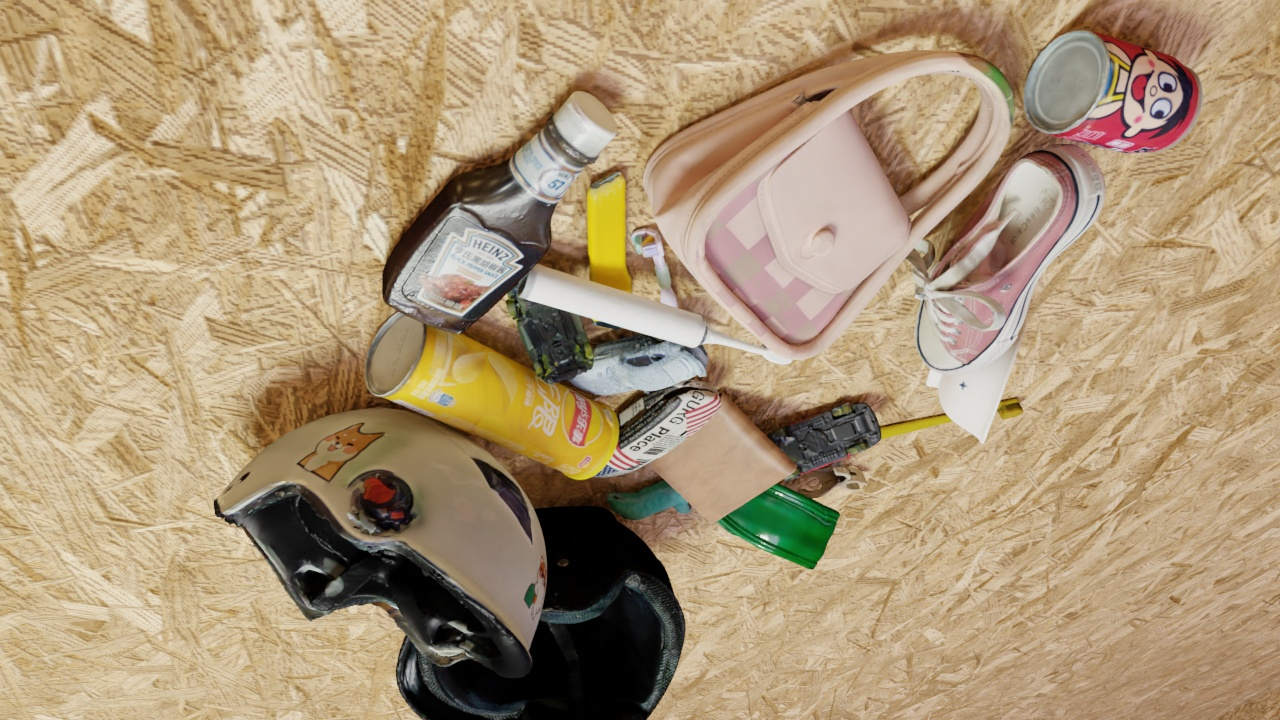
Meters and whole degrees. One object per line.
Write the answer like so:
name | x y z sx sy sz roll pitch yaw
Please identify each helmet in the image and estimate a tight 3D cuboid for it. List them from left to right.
helmet | -0.183 0.128 0.733 0.274 0.156 0.230 12 144 18
helmet | -0.095 0.261 0.908 0.274 0.230 0.234 -5 113 -5

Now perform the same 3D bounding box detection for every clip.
clip | 0.200 0.129 0.992 0.095 0.035 0.102 -26 149 9

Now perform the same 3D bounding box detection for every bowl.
bowl | 0.298 0.009 0.828 0.065 0.118 0.118 20 148 20

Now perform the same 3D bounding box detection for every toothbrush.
toothbrush | 0.017 -0.029 0.680 0.221 0.026 0.027 15 117 -20
toothbrush | 0.023 -0.036 0.730 0.021 0.029 0.189 -47 149 -19
toothbrush | 0.307 0.068 0.958 0.190 0.016 0.016 -12 143 -3

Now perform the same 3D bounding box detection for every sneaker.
sneaker | 0.247 -0.062 0.688 0.087 0.118 0.242 -17 153 -16

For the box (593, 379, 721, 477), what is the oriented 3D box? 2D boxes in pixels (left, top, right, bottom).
box | 0.006 0.062 0.836 0.069 0.052 0.165 28 131 -31

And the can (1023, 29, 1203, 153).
can | 0.312 -0.174 0.604 0.093 0.066 0.067 5 139 -24

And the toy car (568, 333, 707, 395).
toy car | -0.004 0.004 0.746 0.121 0.036 0.054 -11 146 24

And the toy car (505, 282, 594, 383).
toy car | -0.069 -0.028 0.701 0.048 0.032 0.105 -20 132 -1

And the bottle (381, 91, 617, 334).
bottle | -0.090 -0.095 0.598 0.079 0.044 0.195 25 128 -37

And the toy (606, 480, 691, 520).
toy | 0.018 0.147 0.960 0.092 0.030 0.096 -18 149 10

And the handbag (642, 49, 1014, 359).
handbag | 0.139 -0.118 0.621 0.234 0.093 0.193 -34 140 15

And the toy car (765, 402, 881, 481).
toy car | 0.175 0.081 0.903 0.120 0.053 0.045 -19 168 -1

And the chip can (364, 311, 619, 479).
chip can | -0.112 0.033 0.732 0.072 0.072 0.213 -35 138 26

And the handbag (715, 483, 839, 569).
handbag | 0.132 0.157 0.949 0.131 0.120 0.068 29 87 -47

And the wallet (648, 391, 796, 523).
wallet | 0.073 0.096 0.874 0.101 0.020 0.116 45 124 -8

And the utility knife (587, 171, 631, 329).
utility knife | -0.022 -0.076 0.667 0.033 0.015 0.157 -13 143 -12
